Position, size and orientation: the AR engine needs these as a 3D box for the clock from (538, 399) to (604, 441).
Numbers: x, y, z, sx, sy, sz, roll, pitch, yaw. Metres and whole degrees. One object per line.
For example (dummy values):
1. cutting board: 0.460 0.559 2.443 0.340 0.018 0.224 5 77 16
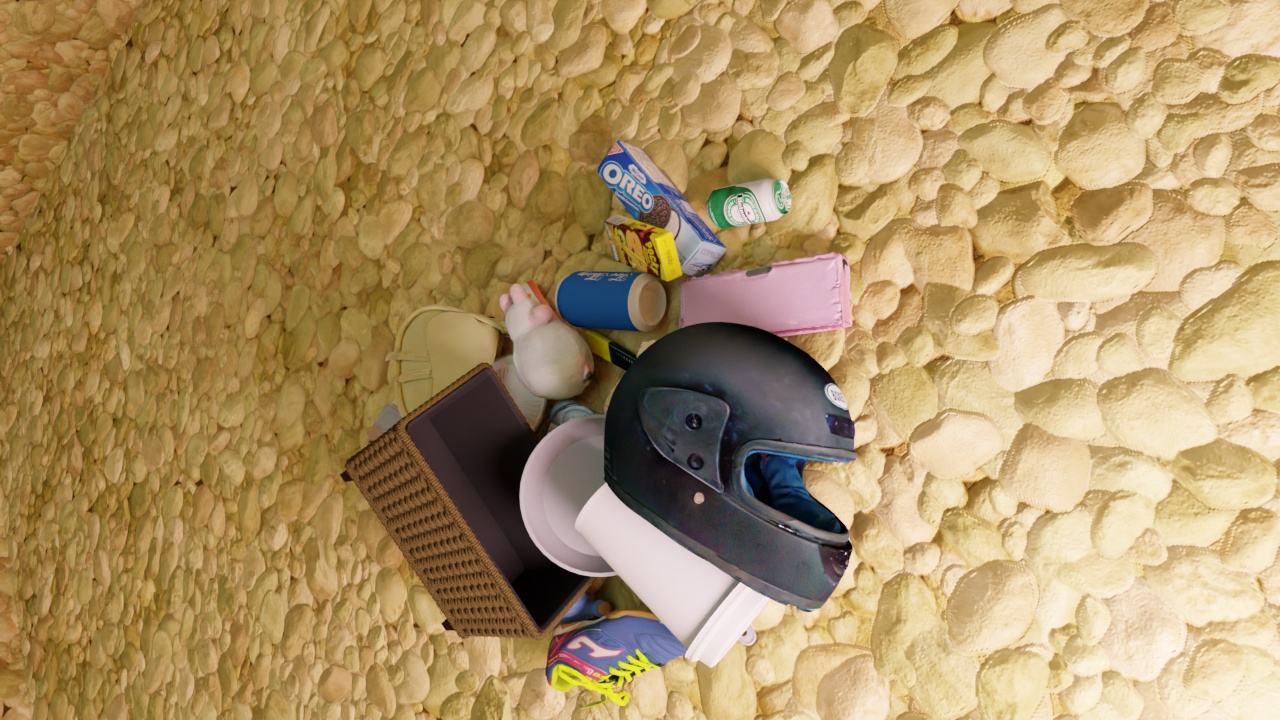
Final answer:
1. clock: -0.090 0.116 1.273 0.162 0.060 0.118 23 96 39

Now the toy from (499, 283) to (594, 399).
1. toy: -0.140 -0.023 1.287 0.179 0.101 0.139 59 149 4

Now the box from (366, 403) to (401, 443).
1. box: -0.338 0.138 1.427 0.216 0.062 0.081 26 87 36

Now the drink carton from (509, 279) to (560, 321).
1. drink carton: -0.153 -0.055 1.371 0.069 0.038 0.122 -47 64 22

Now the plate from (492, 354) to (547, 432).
1. plate: -0.201 0.066 1.380 0.157 0.014 0.156 -12 65 28

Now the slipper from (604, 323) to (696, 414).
1. slipper: 0.023 0.007 1.167 0.198 0.093 0.081 -46 44 32

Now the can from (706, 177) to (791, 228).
1. can: 0.134 -0.197 1.151 0.101 0.053 0.053 -4 80 38

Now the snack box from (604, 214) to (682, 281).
1. snack box: 0.001 -0.149 1.200 0.149 0.025 0.061 30 141 57

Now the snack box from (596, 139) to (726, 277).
1. snack box: 0.025 -0.205 1.237 0.059 0.059 0.226 -50 57 25

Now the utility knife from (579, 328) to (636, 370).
1. utility knife: -0.007 0.007 1.252 0.213 0.020 0.029 31 119 36

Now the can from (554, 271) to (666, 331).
1. can: -0.041 -0.082 1.254 0.146 0.078 0.079 6 86 39

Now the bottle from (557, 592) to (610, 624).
1. bottle: -0.096 0.336 1.250 0.131 0.048 0.048 -9 77 37

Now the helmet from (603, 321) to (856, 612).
1. helmet: 0.116 0.089 1.002 0.316 0.248 0.236 32 98 29

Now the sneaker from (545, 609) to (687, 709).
1. sneaker: -0.023 0.380 1.161 0.242 0.116 0.090 -21 42 38

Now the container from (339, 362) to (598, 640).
1. container: -0.230 0.202 1.221 0.206 0.175 0.321 -23 102 40

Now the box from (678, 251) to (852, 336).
1. box: 0.147 -0.071 1.132 0.233 0.037 0.098 -5 79 37

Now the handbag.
1. handbag: -0.289 0.019 1.383 0.191 0.088 0.232 -10 57 23

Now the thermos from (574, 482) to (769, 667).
1. thermos: 0.032 0.236 1.062 0.222 0.131 0.132 38 107 18

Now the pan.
1. pan: 0.006 0.221 1.142 0.356 0.051 0.200 43 84 9
